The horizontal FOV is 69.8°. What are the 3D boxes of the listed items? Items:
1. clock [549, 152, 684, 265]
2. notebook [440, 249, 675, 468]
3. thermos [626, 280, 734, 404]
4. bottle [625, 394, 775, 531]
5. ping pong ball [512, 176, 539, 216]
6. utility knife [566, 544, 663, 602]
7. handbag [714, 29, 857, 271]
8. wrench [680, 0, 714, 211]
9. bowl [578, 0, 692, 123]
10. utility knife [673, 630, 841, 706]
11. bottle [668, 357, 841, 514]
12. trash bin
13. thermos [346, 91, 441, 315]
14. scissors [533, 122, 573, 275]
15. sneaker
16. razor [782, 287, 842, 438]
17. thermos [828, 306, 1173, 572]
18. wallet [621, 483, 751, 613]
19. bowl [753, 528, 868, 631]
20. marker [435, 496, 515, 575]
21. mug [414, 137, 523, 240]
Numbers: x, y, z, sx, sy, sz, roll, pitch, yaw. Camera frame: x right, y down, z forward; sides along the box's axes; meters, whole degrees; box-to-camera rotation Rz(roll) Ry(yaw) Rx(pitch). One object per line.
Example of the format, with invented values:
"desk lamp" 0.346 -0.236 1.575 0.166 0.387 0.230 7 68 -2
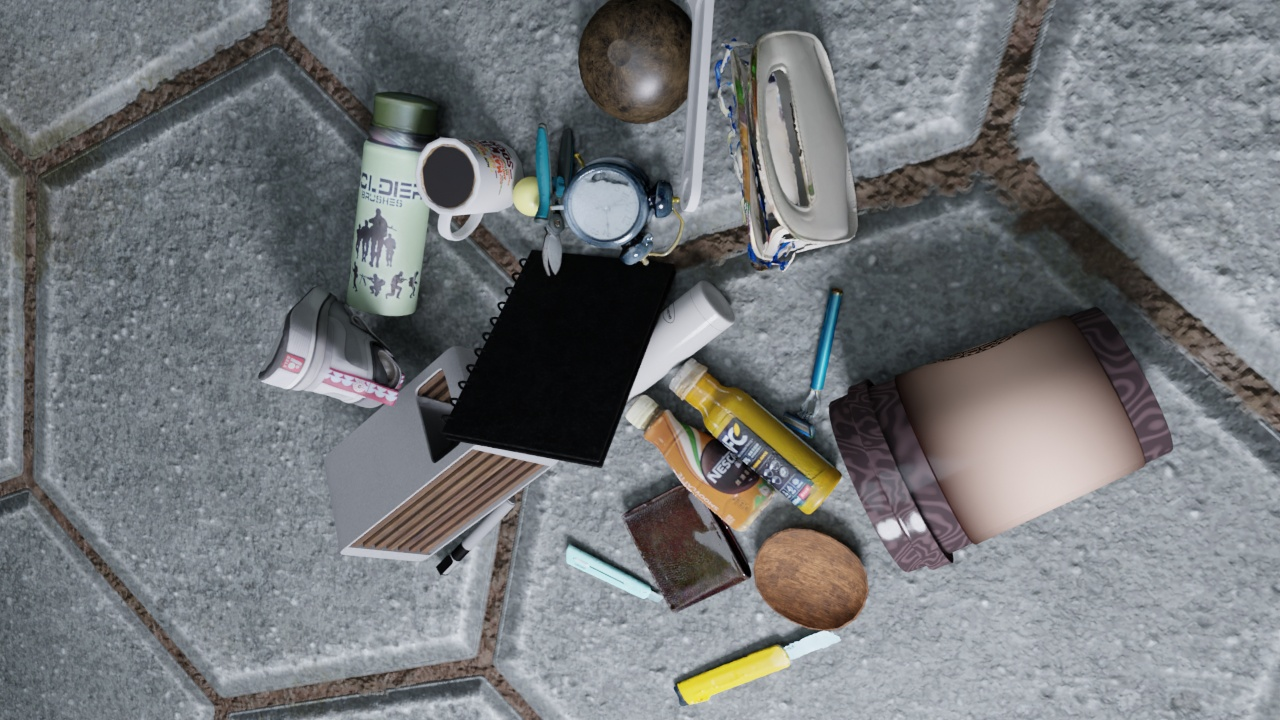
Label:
"clock" -0.019 -0.148 0.901 0.129 0.052 0.090 26 106 -2
"notebook" -0.079 -0.012 0.888 0.169 0.230 0.019 8 146 20
"thermos" -0.006 0.005 0.932 0.225 0.052 0.052 -38 86 24
"bottle" 0.056 0.098 0.923 0.167 0.059 0.059 40 112 10
"ping pong ball" -0.111 -0.169 0.943 0.040 0.040 0.040 5 103 21
"utility knife" -0.029 0.237 1.013 0.120 0.015 0.022 23 108 12
"handbag" 0.109 -0.174 0.770 0.093 0.199 0.200 -9 95 27
"wrench" 0.049 -0.266 0.812 0.018 0.087 0.273 4 90 -14
"bowl" -0.009 -0.288 0.868 0.121 0.056 0.121 5 103 21
"utility knife" 0.119 0.325 0.969 0.207 0.018 0.030 -31 95 29
"bottle" 0.109 0.071 0.899 0.186 0.053 0.053 41 112 9
"trash bin" -0.217 0.106 0.980 0.229 0.114 0.114 -37 56 24
"thermos" -0.261 -0.168 0.986 0.082 0.082 0.232 17 106 18
"scissors" -0.085 -0.166 0.927 0.019 0.147 0.132 4 138 40
"sneaker" -0.314 -0.007 0.974 0.128 0.263 0.097 26 92 -17
"razor" 0.172 0.001 0.880 0.042 0.022 0.144 29 111 52
"thermos" 0.297 0.061 0.769 0.226 0.172 0.172 -26 91 18
"wallet" 0.048 0.194 0.966 0.100 0.031 0.120 -31 86 22
"bowl" 0.172 0.215 0.920 0.114 0.026 0.102 24 108 15
"marker" -0.191 0.204 1.068 0.016 0.016 0.141 47 113 7
"mug" -0.178 -0.174 0.941 0.073 0.089 0.105 23 108 16
